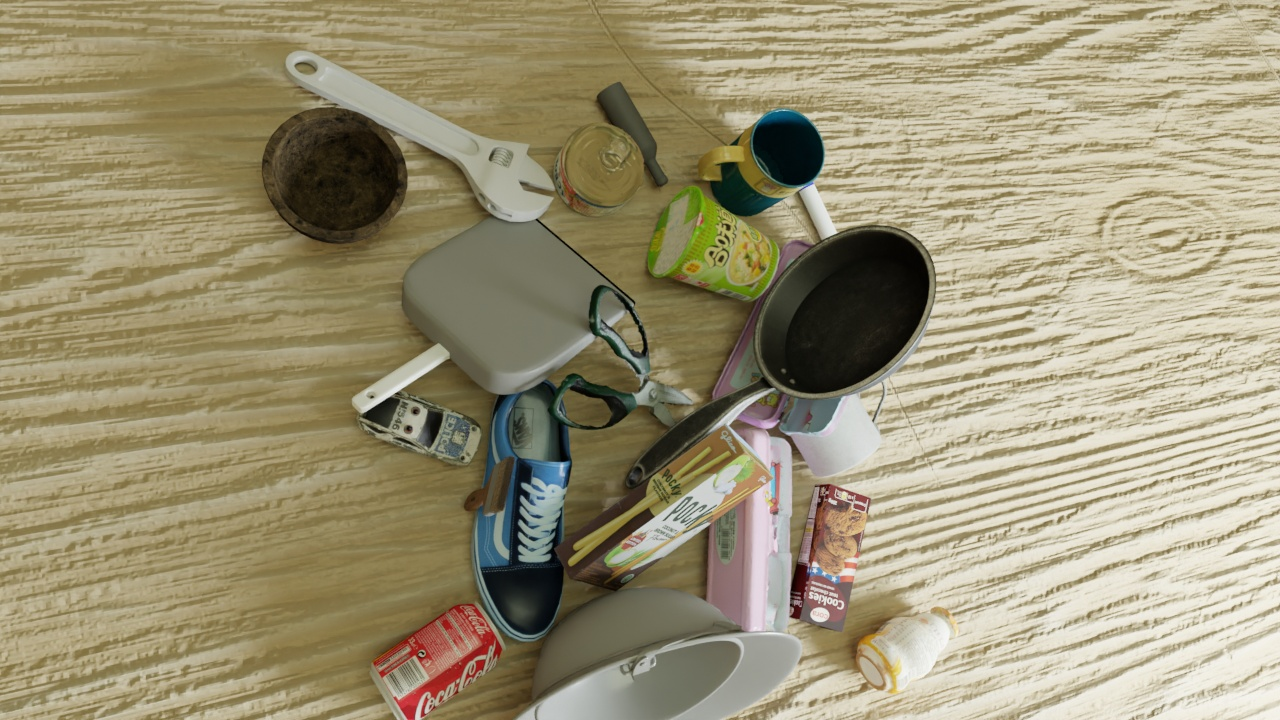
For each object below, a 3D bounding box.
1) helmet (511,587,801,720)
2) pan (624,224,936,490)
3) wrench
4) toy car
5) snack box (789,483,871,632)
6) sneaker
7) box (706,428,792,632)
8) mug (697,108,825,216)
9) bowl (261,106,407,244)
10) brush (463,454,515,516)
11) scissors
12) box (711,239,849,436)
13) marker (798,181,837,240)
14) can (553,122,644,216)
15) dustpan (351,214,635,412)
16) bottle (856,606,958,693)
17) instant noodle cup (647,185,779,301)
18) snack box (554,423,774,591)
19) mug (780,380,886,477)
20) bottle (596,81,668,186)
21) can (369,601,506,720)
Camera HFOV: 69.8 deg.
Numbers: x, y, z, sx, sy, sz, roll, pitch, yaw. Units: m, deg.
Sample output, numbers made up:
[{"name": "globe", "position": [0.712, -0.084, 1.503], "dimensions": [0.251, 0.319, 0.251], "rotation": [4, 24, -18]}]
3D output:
[{"name": "helmet", "position": [-0.002, 0.257, 0.822], "dimensions": [0.271, 0.184, 0.117], "rotation": [-16, 47, -8]}, {"name": "pan", "position": [0.128, 0.013, 0.872], "dimensions": [0.357, 0.187, 0.055], "rotation": [-44, 129, 11]}, {"name": "wrench", "position": [-0.208, -0.213, 0.871], "dimensions": [0.273, 0.018, 0.086], "rotation": [24, 57, -13]}, {"name": "toy car", "position": [-0.198, 0.059, 0.829], "dimensions": [0.112, 0.041, 0.048], "rotation": [22, 75, -16]}, {"name": "snack box", "position": [0.195, 0.204, 0.953], "dimensions": [0.051, 0.032, 0.140], "rotation": [20, 75, -16]}, {"name": "sneaker", "position": [-0.102, 0.131, 0.821], "dimensions": [0.083, 0.098, 0.241], "rotation": [2, 81, -20]}, {"name": "box", "position": [0.123, 0.171, 0.911], "dimensions": [0.102, 0.087, 0.201], "rotation": [9, 78, -31]}, {"name": "mug", "position": [0.114, -0.202, 0.948], "dimensions": [0.113, 0.107, 0.083], "rotation": [-4, 84, -21]}, {"name": "bowl", "position": [-0.275, -0.159, 0.827], "dimensions": [0.121, 0.056, 0.121], "rotation": [3, 80, -20]}, {"name": "brush", "position": [-0.134, 0.116, 0.788], "dimensions": [0.008, 0.143, 0.045], "rotation": [17, 67, -18]}, {"name": "scissors", "position": [-0.002, 0.002, 0.868], "dimensions": [0.209, 0.015, 0.146], "rotation": [12, 88, -51]}, {"name": "box", "position": [0.174, -0.024, 0.935], "dimensions": [0.049, 0.150, 0.213], "rotation": [46, 66, -44]}, {"name": "marker", "position": [0.214, -0.131, 1.021], "dimensions": [0.020, 0.020, 0.141], "rotation": [-26, 91, -22]}, {"name": "can", "position": [-0.042, -0.191, 0.923], "dimensions": [0.086, 0.043, 0.086], "rotation": [3, 81, -20]}, {"name": "dustpan", "position": [-0.149, -0.033, 0.822], "dimensions": [0.163, 0.033, 0.256], "rotation": [41, 53, 15]}, {"name": "bottle", "position": [0.279, 0.296, 0.952], "dimensions": [0.108, 0.063, 0.063], "rotation": [-24, 90, -22]}, {"name": "instant noodle cup", "position": [0.077, -0.111, 0.933], "dimensions": [0.108, 0.099, 0.098], "rotation": [22, 74, -25]}, {"name": "snack box", "position": [0.024, 0.136, 0.824], "dimensions": [0.186, 0.101, 0.031], "rotation": [-37, 61, 7]}, {"name": "mug", "position": [0.210, 0.064, 0.946], "dimensions": [0.113, 0.084, 0.070], "rotation": [-30, 95, 6]}, {"name": "bottle", "position": [-0.004, -0.231, 0.951], "dimensions": [0.030, 0.030, 0.113], "rotation": [-32, 93, -22]}, {"name": "can", "position": [-0.174, 0.260, 0.793], "dimensions": [0.104, 0.064, 0.064], "rotation": [-31, 93, -22]}]
